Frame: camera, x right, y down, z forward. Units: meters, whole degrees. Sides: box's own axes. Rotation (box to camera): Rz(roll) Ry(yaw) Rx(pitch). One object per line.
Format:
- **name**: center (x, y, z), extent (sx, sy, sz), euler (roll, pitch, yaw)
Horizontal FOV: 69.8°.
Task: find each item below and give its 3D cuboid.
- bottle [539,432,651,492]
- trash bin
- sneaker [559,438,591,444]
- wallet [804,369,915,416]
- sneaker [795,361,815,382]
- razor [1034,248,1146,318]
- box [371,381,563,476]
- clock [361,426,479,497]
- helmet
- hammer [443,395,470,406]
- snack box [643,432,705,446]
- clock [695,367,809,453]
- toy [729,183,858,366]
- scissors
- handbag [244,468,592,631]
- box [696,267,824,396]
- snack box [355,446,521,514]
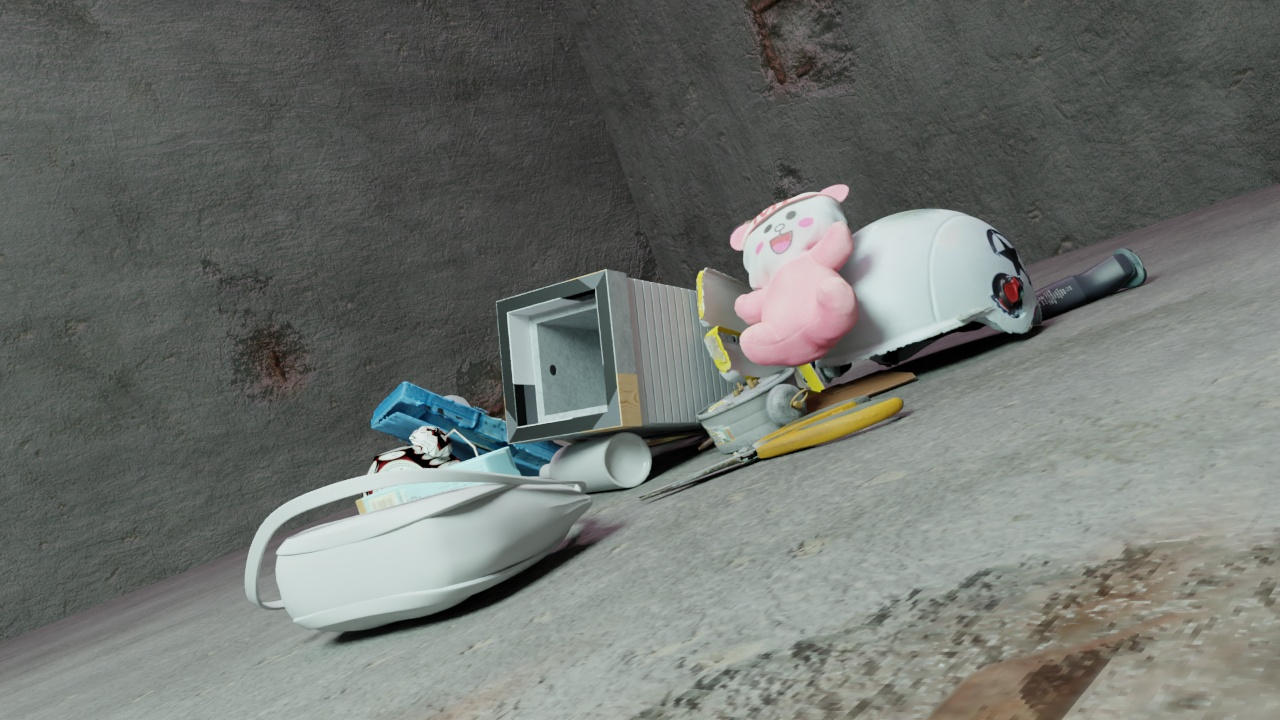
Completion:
- **bottle**: center (-0.058, 0.109, 0.941), extent (0.052, 0.052, 0.196), euler (-20, 0, -30)
- **trash bin**: center (-0.006, 0.006, 0.957), extent (0.143, 0.142, 0.246), euler (-12, -10, 36)
- **sneaker**: center (-0.047, 0.043, 1.121), extent (0.095, 0.120, 0.234), euler (24, 8, 29)
- **wallet**: center (0.207, 0.035, 0.928), extent (0.121, 0.013, 0.087), euler (-20, 4, -6)
- **sneaker**: center (0.127, 0.031, 1.290), extent (0.241, 0.083, 0.098), euler (-17, 0, 8)
- **razor**: center (0.493, -0.081, 1.034), extent (0.143, 0.047, 0.052), euler (-22, -25, 1)
- **box**: center (-0.193, 0.100, 1.069), extent (0.231, 0.048, 0.093), euler (26, -41, -28)
- **clock**: center (-0.225, 0.133, 0.997), extent (0.155, 0.114, 0.065), euler (-39, -8, 23)
- **helmet**: center (0.290, -0.079, 0.994), extent (0.263, 0.163, 0.237), euler (-12, -6, -44)
- **hammer**: center (-0.109, 0.074, 1.199), extent (0.321, 0.156, 0.043), euler (-21, 19, -27)
- **snack box**: center (0.025, 0.080, 1.216), extent (0.057, 0.056, 0.207), euler (-23, 2, -39)
- **clock**: center (0.112, 0.044, 0.858), extent (0.103, 0.056, 0.148), euler (-27, 1, -26)
- **toy**: center (0.157, -0.092, 0.924), extent (0.142, 0.084, 0.212), euler (-32, 39, 28)
- **scissors**: center (0.105, 0.070, 0.757), extent (0.226, 0.016, 0.161), euler (-22, -1, 12)
- **handbag**: center (-0.139, 0.119, 0.659), extent (0.216, 0.095, 0.222), euler (-18, -5, 26)
- **box**: center (0.131, -0.023, 0.995), extent (0.039, 0.129, 0.209), euler (-25, -22, 32)
- **snack box**: center (-0.198, 0.149, 0.922), extent (0.175, 0.075, 0.053), euler (-20, -1, 25)
